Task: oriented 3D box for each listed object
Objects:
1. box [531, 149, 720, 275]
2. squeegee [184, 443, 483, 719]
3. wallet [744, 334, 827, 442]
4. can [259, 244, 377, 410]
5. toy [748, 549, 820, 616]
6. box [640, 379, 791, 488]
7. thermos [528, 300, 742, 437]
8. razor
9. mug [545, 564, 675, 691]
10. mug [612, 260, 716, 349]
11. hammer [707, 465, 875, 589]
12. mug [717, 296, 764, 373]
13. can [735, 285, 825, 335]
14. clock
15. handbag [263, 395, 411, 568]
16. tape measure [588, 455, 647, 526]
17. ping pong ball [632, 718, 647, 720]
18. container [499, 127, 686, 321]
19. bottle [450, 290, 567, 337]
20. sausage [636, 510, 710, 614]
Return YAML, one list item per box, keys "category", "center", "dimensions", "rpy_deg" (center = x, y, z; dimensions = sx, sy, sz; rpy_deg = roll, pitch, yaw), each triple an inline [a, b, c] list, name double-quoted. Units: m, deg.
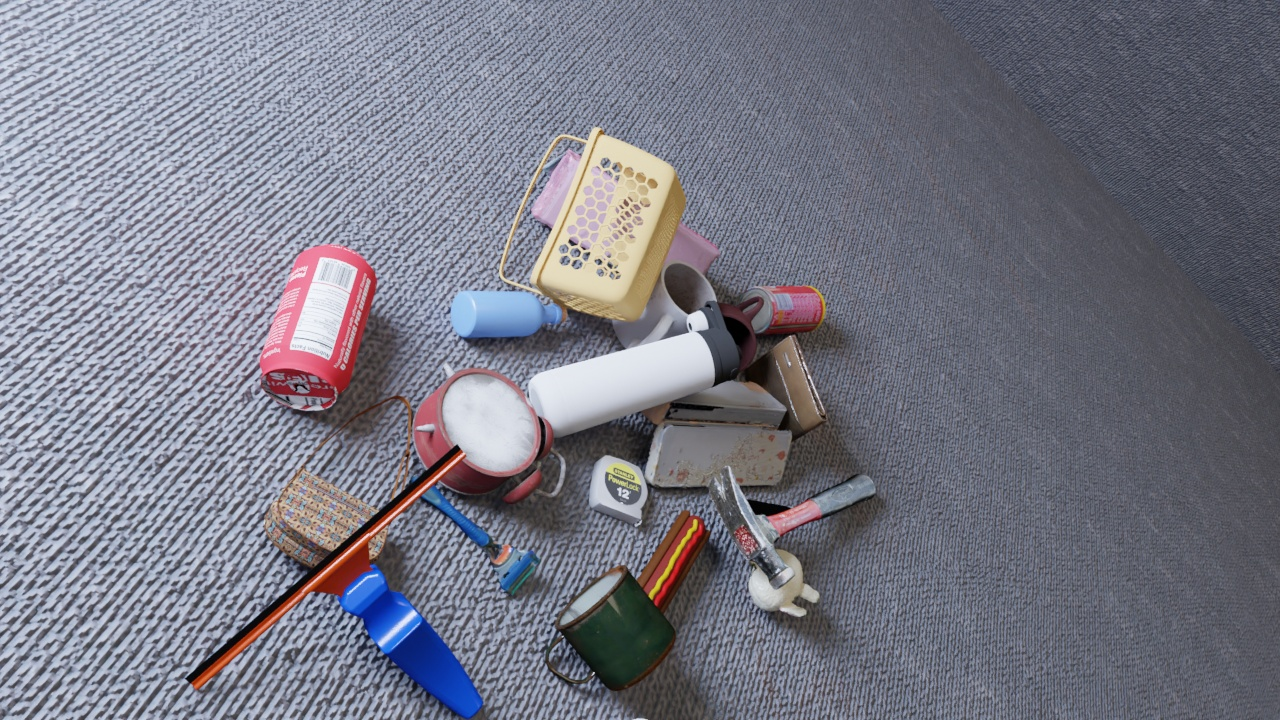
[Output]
- category: "box"
  center: [-0.022, -0.174, 1.158]
  dimensions: [0.232, 0.099, 0.107]
  rpy_deg: [28, 14, -23]
- category: "squeegee"
  center: [-0.188, 0.215, 0.725]
  dimensions: [0.249, 0.055, 0.185]
  rpy_deg: [-42, 109, -18]
- category: "wallet"
  center: [0.182, 0.042, 1.159]
  dimensions: [0.026, 0.099, 0.121]
  rpy_deg: [0, 62, -34]
- category: "can"
  center: [-0.282, -0.032, 0.809]
  dimensions: [0.074, 0.075, 0.142]
  rpy_deg: [25, 48, -27]
- category: "toy"
  center: [0.149, 0.241, 1.024]
  dimensions: [0.112, 0.050, 0.087]
  rpy_deg: [39, 37, 8]
- category: "box"
  center: [0.079, 0.084, 1.083]
  dimensions: [0.216, 0.096, 0.115]
  rpy_deg: [7, 30, -41]
- category: "thermos"
  center: [-0.006, 0.006, 0.973]
  dimensions: [0.229, 0.069, 0.101]
  rpy_deg: [-16, 60, -18]
- category: "razor"
  center: [-0.155, 0.152, 0.837]
  dimensions: [0.141, 0.018, 0.043]
  rpy_deg: [44, 78, -7]
- category: "mug"
  center: [-0.031, 0.255, 0.838]
  dimensions: [0.111, 0.085, 0.081]
  rpy_deg: [-39, 93, -14]
- category: "mug"
  center: [0.022, -0.047, 1.077]
  dimensions: [0.083, 0.097, 0.119]
  rpy_deg: [41, 42, -12]
- category: "hammer"
  center: [0.200, 0.171, 1.102]
  dimensions: [0.325, 0.036, 0.140]
  rpy_deg: [-6, 54, -53]
- category: "mug"
  center: [0.110, -0.044, 1.153]
  dimensions: [0.087, 0.114, 0.088]
  rpy_deg: [44, 20, -17]
- category: "can"
  center: [0.195, -0.070, 1.272]
  dimensions: [0.124, 0.067, 0.066]
  rpy_deg: [-5, 66, -44]
- category: "clock"
  center: [-0.140, 0.079, 0.869]
  dimensions: [0.156, 0.062, 0.109]
  rpy_deg: [34, 44, -22]
- category: "handbag"
  center: [-0.246, 0.098, 0.793]
  dimensions: [0.093, 0.043, 0.195]
  rpy_deg: [33, 36, -15]
- category: "tape measure"
  center: [-0.022, 0.137, 0.969]
  dimensions: [0.064, 0.017, 0.064]
  rpy_deg: [26, 48, -27]
- category: "ping pong ball"
  center: [0.000, 0.344, 0.825]
  dimensions: [0.040, 0.040, 0.040]
  rpy_deg: [23, 49, -29]
- category: "container"
  center: [-0.056, -0.148, 1.017]
  dimensions: [0.167, 0.129, 0.183]
  rpy_deg: [20, 84, 14]
- category: "bottle"
  center: [-0.134, -0.049, 0.976]
  dimensions: [0.131, 0.048, 0.048]
  rpy_deg: [-3, 64, -43]
- category: "sausage"
  center: [0.028, 0.213, 0.944]
  dimensions: [0.040, 0.040, 0.155]
  rpy_deg: [47, 41, -5]
